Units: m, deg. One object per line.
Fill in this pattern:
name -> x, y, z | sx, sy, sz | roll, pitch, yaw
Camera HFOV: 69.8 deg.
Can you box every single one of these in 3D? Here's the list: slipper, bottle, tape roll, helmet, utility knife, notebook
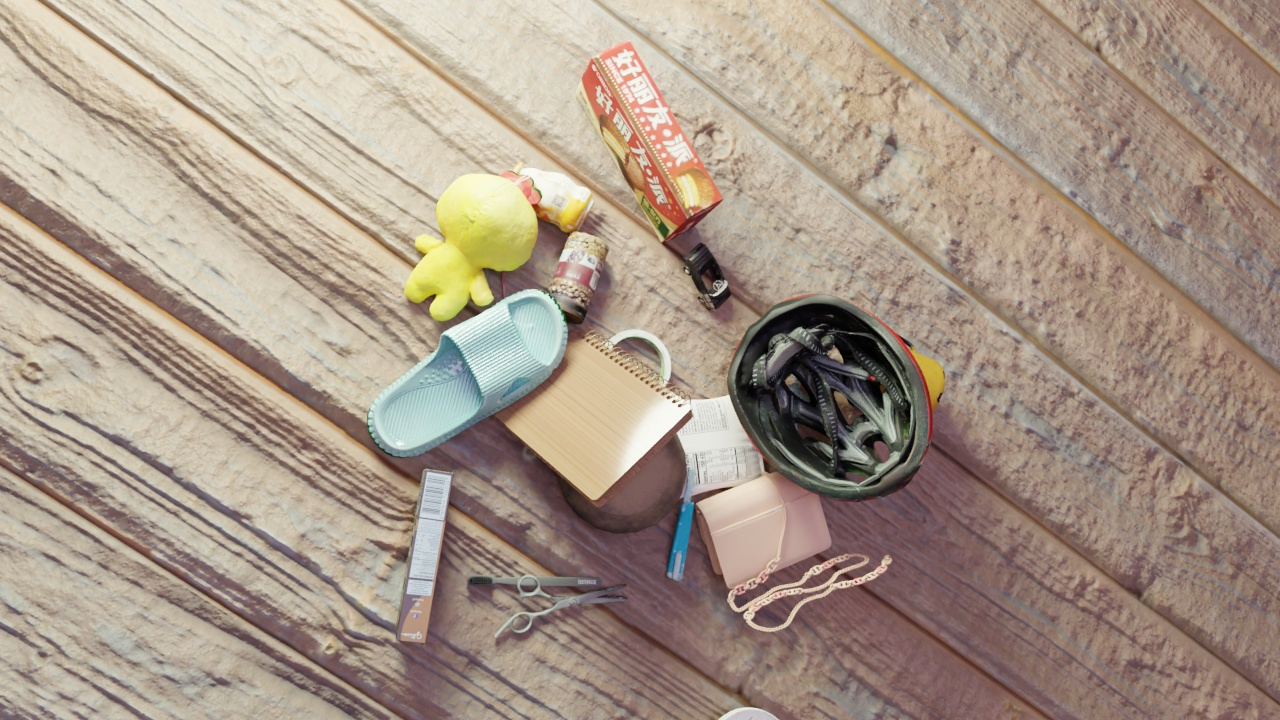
slipper -> -0.204, 0.018, 1.094 | 0.276, 0.069, 0.116 | -35, 95, -6
bottle -> -0.116, -0.211, 1.170 | 0.109, 0.063, 0.063 | 29, 76, -7
bottle -> -0.082, -0.105, 1.167 | 0.056, 0.056, 0.105 | 21, 77, -11
tape roll -> -0.007, 0.007, 1.192 | 0.093, 0.018, 0.093 | 2, 83, -15
helmet -> 0.237, 0.048, 1.127 | 0.218, 0.166, 0.272 | -42, 69, 14
utility knife -> 0.057, 0.208, 1.162 | 0.022, 0.015, 0.149 | 10, 98, -10
notebook -> -0.059, 0.057, 1.100 | 0.169, 0.022, 0.210 | -43, 52, -16

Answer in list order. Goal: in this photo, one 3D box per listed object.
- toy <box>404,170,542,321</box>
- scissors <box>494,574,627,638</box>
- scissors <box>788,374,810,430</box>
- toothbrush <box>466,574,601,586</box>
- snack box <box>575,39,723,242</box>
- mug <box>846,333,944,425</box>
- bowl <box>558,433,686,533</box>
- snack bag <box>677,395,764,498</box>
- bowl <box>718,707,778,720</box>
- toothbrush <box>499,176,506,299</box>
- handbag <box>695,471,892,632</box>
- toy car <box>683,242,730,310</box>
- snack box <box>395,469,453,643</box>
toy -> -0.206, -0.145, 1.121 | 0.134, 0.092, 0.208 | 37, 100, 6
scissors -> -0.097, 0.308, 1.131 | 0.159, 0.014, 0.120 | 24, 90, -20
scissors -> 0.191, 0.029, 1.237 | 0.174, 0.013, 0.170 | 7, 81, -23
toothbrush -> -0.129, 0.272, 1.129 | 0.167, 0.013, 0.013 | 5, 81, -17
snack box -> 0.008, -0.278, 1.184 | 0.060, 0.113, 0.236 | -31, 91, -17
mug -> 0.348, 0.020, 1.244 | 0.094, 0.101, 0.123 | 21, 64, -13
bowl -> -0.022, 0.131, 1.126 | 0.162, 0.070, 0.162 | 0, 82, -1
snack bag -> 0.093, 0.108, 1.192 | 0.144, 0.039, 0.130 | -5, 82, -22
bowl -> 0.128, 0.489, 1.146 | 0.114, 0.051, 0.114 | 2, 82, -14
toothbrush -> -0.178, -0.145, 1.170 | 0.015, 0.015, 0.184 | -2, 84, -12
handbag -> 0.182, 0.212, 1.123 | 0.198, 0.187, 0.116 | -19, 105, -12
toy car -> 0.090, -0.109, 1.209 | 0.040, 0.037, 0.092 | -43, 127, -17
snack box -> -0.249, 0.221, 1.056 | 0.031, 0.101, 0.186 | 10, 80, -13
